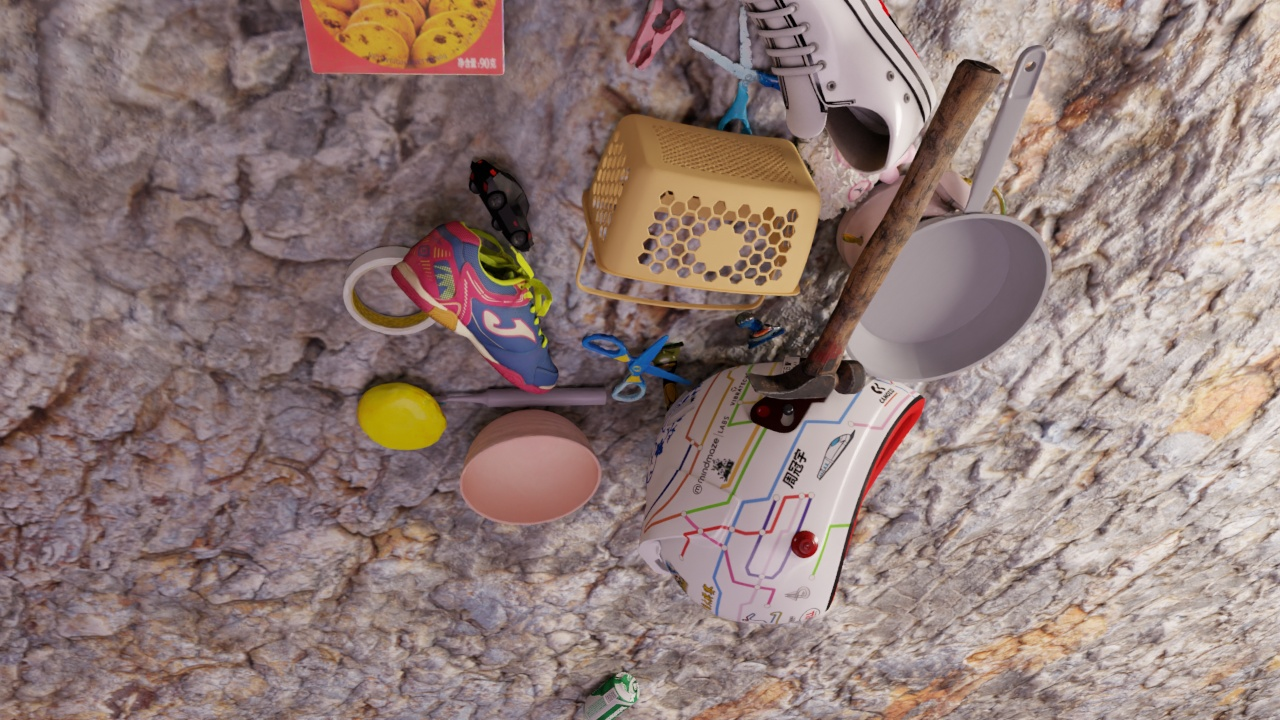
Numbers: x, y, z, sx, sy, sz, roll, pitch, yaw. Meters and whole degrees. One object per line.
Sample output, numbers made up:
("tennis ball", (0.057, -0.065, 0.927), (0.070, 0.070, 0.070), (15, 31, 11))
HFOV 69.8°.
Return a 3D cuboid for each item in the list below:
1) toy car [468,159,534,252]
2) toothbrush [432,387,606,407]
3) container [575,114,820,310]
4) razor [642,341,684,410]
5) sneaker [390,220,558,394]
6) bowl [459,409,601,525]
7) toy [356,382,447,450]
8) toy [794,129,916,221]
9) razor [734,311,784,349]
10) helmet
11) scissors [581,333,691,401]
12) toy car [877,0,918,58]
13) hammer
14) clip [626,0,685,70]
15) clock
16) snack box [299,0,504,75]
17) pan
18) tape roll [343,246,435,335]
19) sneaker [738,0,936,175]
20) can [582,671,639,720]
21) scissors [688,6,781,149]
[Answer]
("toy car", (-0.117, -0.136, 0.802), (0.036, 0.042, 0.092), (-38, 135, -10))
("toothbrush", (-0.130, 0.040, 0.984), (0.188, 0.018, 0.019), (-1, 136, -11))
("container", (0.046, -0.108, 0.798), (0.183, 0.129, 0.167), (5, 132, -17))
("razor", (0.033, 0.033, 1.013), (0.044, 0.021, 0.144), (-12, 137, 0))
("sneaker", (-0.123, -0.043, 0.847), (0.091, 0.116, 0.242), (-45, 148, -2))
("bowl", (-0.123, 0.106, 1.011), (0.153, 0.076, 0.153), (-7, 134, -7))
("toy", (-0.249, 0.060, 0.958), (0.094, 0.041, 0.096), (1, 137, 3))
("toy", (0.197, -0.179, 0.827), (0.109, 0.041, 0.096), (-23, 133, 2))
("razor", (0.115, -0.035, 0.922), (0.044, 0.018, 0.141), (-25, 167, 12))
("helmet", (0.131, 0.115, 0.966), (0.236, 0.313, 0.231), (25, 157, 16))
("scissors", (-0.006, 0.007, 0.966), (0.125, 0.013, 0.131), (19, 143, -9))
("toy car", (0.195, -0.262, 0.753), (0.038, 0.025, 0.089), (-35, 130, 21))
("hammer", (0.195, -0.092, 0.762), (0.119, 0.033, 0.331), (-3, 134, -27))
("clip", (0.006, -0.259, 0.719), (0.060, 0.023, 0.045), (-31, 127, 16))
("clock", (0.271, -0.121, 0.882), (0.158, 0.058, 0.117), (-21, 134, 8))
("snack box", (-0.169, -0.278, 0.651), (0.142, 0.040, 0.145), (-2, 134, -9))
("pan", (0.286, -0.116, 0.813), (0.200, 0.050, 0.357), (-5, 133, -7))
("tape roll", (-0.229, -0.064, 0.861), (0.094, 0.019, 0.094), (-6, 135, -6))
("sneaker", (0.131, -0.226, 0.704), (0.245, 0.091, 0.097), (35, 81, -40))
("can", (-0.046, 0.541, 1.467), (0.053, 0.053, 0.101), (24, 125, -30))
("scissors", (0.099, -0.238, 0.766), (0.119, 0.014, 0.129), (-11, 133, 3))
